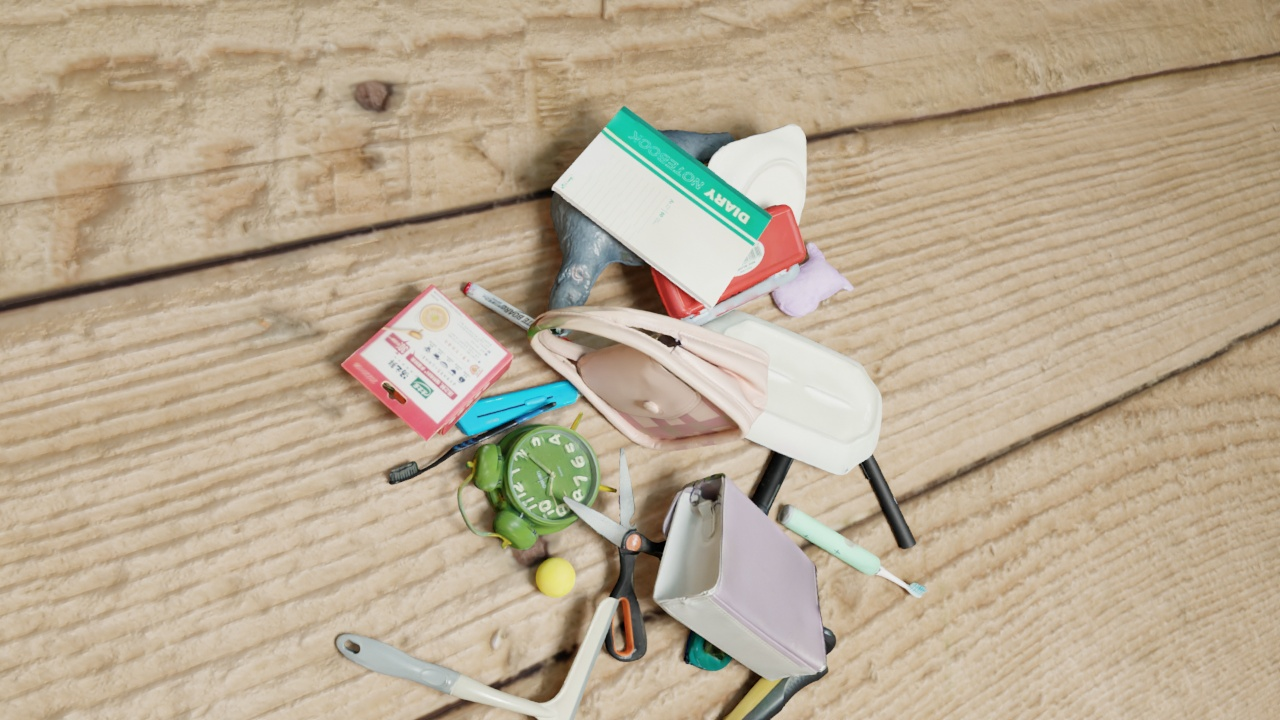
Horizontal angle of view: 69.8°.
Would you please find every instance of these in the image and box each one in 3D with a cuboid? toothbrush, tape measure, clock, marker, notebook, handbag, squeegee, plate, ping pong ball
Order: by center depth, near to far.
[{"bbox_3d":[-0.168,0.305,0.866,0.246,0.039,0.246,25,78,-14],"label":"squeegee"},{"bbox_3d":[-0.006,0.005,0.929,0.234,0.194,0.093,29,65,-29],"label":"handbag"},{"bbox_3d":[-0.168,0.080,0.933,0.189,0.014,0.016,-26,111,-22],"label":"toothbrush"},{"bbox_3d":[-0.087,0.221,0.936,0.040,0.040,0.040,7,75,-25],"label":"ping pong ball"},{"bbox_3d":[-0.111,0.126,0.939,0.160,0.056,0.116,-24,88,-29],"label":"clock"},{"bbox_3d":[0.109,0.233,0.974,0.197,0.099,0.144,43,44,-32],"label":"handbag"},{"bbox_3d":[0.028,-0.168,0.989,0.209,0.012,0.150,36,61,-3],"label":"notebook"},{"bbox_3d":[-0.126,-0.043,0.995,0.145,0.017,0.017,31,66,-17],"label":"marker"},{"bbox_3d":[0.077,0.311,1.005,0.054,0.025,0.058,27,68,-17],"label":"tape measure"},{"bbox_3d":[0.183,0.032,1.100,0.265,0.034,0.161,24,63,-12],"label":"plate"},{"bbox_3d":[0.149,-0.191,1.104,0.163,0.034,0.164,-25,129,-29],"label":"plate"},{"bbox_3d":[0.184,0.097,1.111,0.212,0.026,0.027,-58,140,-26],"label":"toothbrush"},{"bbox_3d":[0.259,0.236,1.112,0.224,0.027,0.026,32,29,-16],"label":"toothbrush"},{"bbox_3d":[0.310,0.176,1.156,0.022,0.020,0.132,-25,89,-12],"label":"marker"}]

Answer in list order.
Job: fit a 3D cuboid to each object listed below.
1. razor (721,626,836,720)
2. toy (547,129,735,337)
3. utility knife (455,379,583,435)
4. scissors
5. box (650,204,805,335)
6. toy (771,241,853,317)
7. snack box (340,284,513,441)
[{"bbox_3d":[0.150,0.357,1.020,0.167,0.062,0.067,-37,65,-23],"label":"razor"},{"bbox_3d":[-0.023,-0.177,1.032,0.138,0.092,0.355,38,62,-4],"label":"toy"},{"bbox_3d":[-0.102,0.040,0.987,0.208,0.018,0.034,-15,84,-30],"label":"utility knife"},{"bbox_3d":[-0.001,0.210,0.961,0.220,0.022,0.230,18,83,-36],"label":"scissors"},{"bbox_3d":[0.091,-0.097,1.062,0.201,0.100,0.112,-27,102,-28],"label":"box"},{"bbox_3d":[0.211,-0.097,1.163,0.107,0.039,0.084,-35,80,-24],"label":"toy"},{"bbox_3d":[-0.211,0.007,0.915,0.113,0.044,0.126,42,63,1],"label":"snack box"}]
